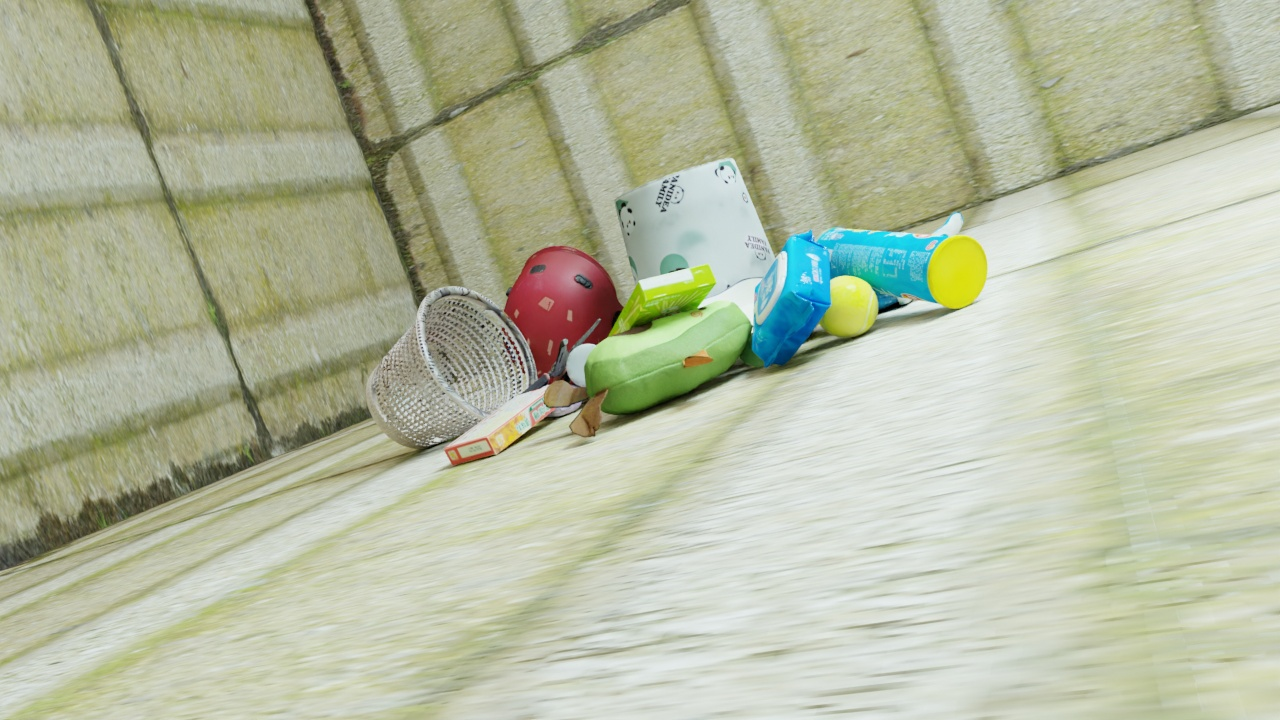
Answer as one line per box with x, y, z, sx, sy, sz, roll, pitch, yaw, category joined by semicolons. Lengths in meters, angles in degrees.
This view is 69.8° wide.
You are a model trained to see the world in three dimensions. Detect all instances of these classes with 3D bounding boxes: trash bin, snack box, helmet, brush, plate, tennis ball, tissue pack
-0.301;0.030;1.392;0.193;0.227;0.226;-31;-2;30;trash bin
-0.163;0.076;1.128;0.077;0.027;0.155;-17;13;35;snack box
0.086;-0.140;1.325;0.229;0.252;0.229;-19;4;1;trash bin
-0.136;-0.054;1.495;0.207;0.241;0.143;16;47;10;helmet
0.347;-0.132;1.186;0.110;0.060;0.313;-10;19;28;brush
0.134;-0.050;1.127;0.205;0.045;0.204;-20;20;7;plate
0.216;-0.056;0.963;0.065;0.065;0.065;-20;5;1;tennis ball
0.020;-0.054;1.019;0.085;0.026;0.157;-16;-16;-21;snack box
0.155;-0.068;0.960;0.156;0.052;0.095;-76;13;-52;tissue pack

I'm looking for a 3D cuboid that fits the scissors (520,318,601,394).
-0.122;0.022;1.292;0.226;0.015;0.189;-45;-12;10;scissors

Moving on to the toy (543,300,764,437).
0.017;0.002;0.980;0.246;0.090;0.227;-25;13;-17;toy

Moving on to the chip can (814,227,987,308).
0.268;-0.103;0.980;0.071;0.071;0.210;-21;18;-18;chip can

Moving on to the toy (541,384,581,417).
-0.117;0.056;1.230;0.083;0.039;0.108;-36;18;-30;toy

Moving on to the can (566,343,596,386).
-0.061;0.011;1.270;0.058;0.058;0.146;-19;-5;5;can
